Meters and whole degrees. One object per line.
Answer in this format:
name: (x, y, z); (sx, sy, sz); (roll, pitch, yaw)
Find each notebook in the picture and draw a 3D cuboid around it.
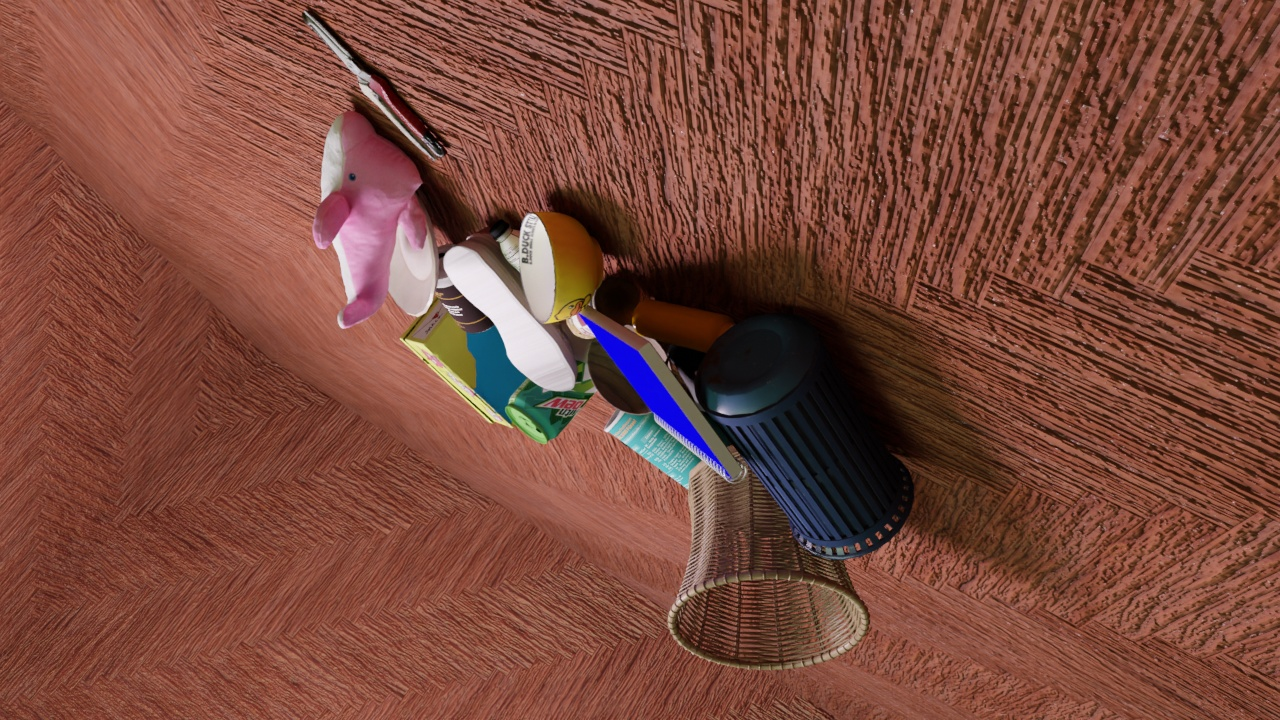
notebook: (0.017, 0.029, 0.933); (0.171, 0.022, 0.209); (53, 173, -22)

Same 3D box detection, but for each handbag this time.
handbag: (0.082, 0.020, 1.045); (0.079, 0.054, 0.128); (15, 150, 37)

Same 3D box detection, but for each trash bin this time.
trash bin: (0.162, 0.074, 0.912); (0.139, 0.139, 0.249); (13, 149, 48)

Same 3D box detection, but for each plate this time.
plate: (-0.303, -0.153, 1.202); (0.189, 0.027, 0.189); (26, 124, 46)

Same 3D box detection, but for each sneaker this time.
sneaker: (-0.142, -0.070, 1.148); (0.099, 0.089, 0.236); (-13, 122, 39)

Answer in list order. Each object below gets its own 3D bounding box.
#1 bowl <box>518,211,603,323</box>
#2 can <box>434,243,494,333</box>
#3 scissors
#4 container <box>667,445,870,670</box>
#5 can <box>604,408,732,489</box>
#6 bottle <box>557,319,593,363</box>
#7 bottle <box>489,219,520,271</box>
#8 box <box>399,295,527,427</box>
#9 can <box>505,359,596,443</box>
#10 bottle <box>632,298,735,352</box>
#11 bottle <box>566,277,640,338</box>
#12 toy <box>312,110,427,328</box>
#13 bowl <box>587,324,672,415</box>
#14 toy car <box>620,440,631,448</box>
bowl: (-0.080, -0.101, 0.974); (0.117, 0.067, 0.117); (171, 90, -67)
can: (-0.246, -0.098, 1.279); (0.072, 0.071, 0.129); (24, 158, 30)
scissors: (-0.277, -0.287, 0.971); (0.140, 0.015, 0.189); (27, 159, 27)
container: (0.149, 0.232, 1.107); (0.227, 0.195, 0.227); (2, 137, 2)
can: (0.039, 0.095, 1.218); (0.144, 0.099, 0.099); (36, 161, -4)
bottle: (-0.120, -0.044, 1.228); (0.195, 0.052, 0.052); (21, 157, 34)
bottle: (-0.130, -0.119, 1.082); (0.116, 0.041, 0.041); (43, 159, -23)
box: (-0.252, -0.004, 1.439); (0.079, 0.124, 0.221); (14, 154, 47)
can: (-0.110, 0.037, 1.251); (0.083, 0.143, 0.083); (34, 157, 16)
bottle: (0.056, -0.034, 0.973); (0.144, 0.043, 0.043); (16, 153, 44)
bottle: (-0.045, -0.059, 1.062); (0.056, 0.056, 0.105); (40, 161, -14)
toy: (-0.318, -0.167, 1.117); (0.128, 0.186, 0.266); (9, 122, 2)
bowl: (-0.007, 0.007, 1.138); (0.119, 0.032, 0.119); (12, 116, 26)
toy car: (0.022, 0.126, 1.392); (0.100, 0.051, 0.049); (24, 156, 28)
